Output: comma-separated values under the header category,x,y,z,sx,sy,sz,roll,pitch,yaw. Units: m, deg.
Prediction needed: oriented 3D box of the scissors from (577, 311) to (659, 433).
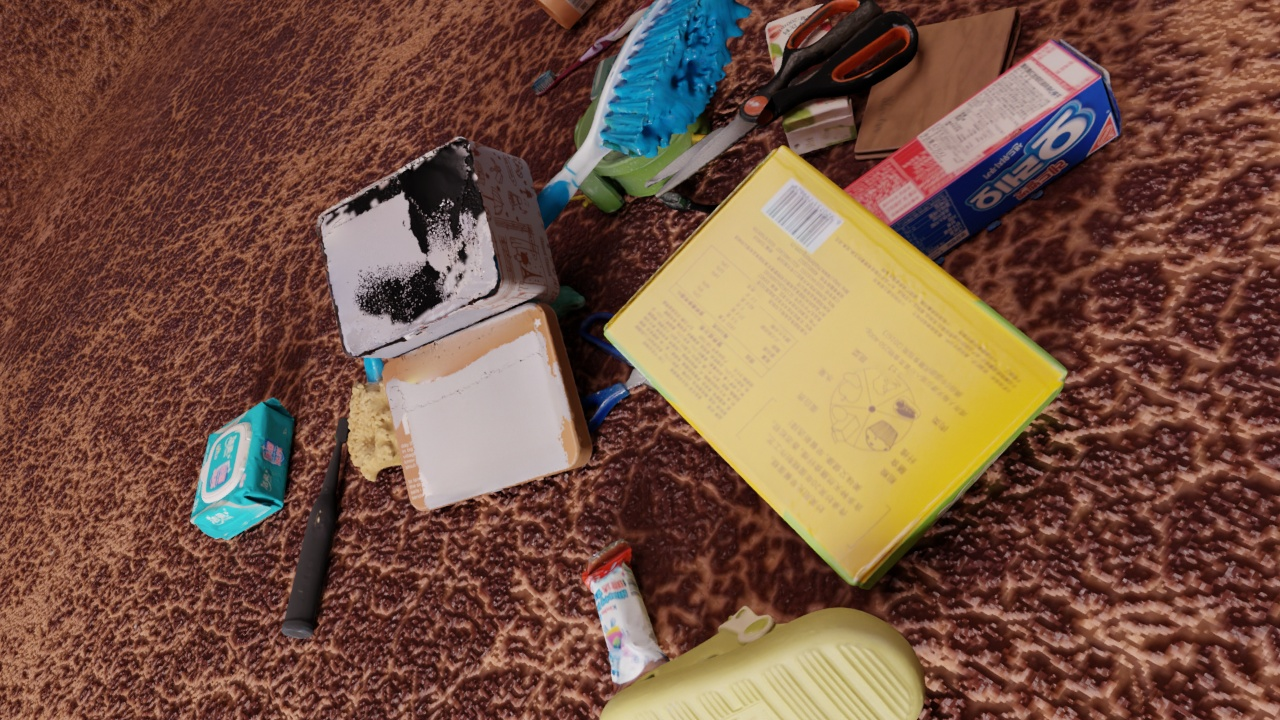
category,x,y,z,sx,sy,sz,roll,pitch,yaw
scissors,-0.009,0.011,0.708,0.175,0.012,0.162,-40,44,10

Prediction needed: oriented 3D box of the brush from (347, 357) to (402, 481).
category,x,y,z,sx,sy,sz,roll,pitch,yaw
brush,-0.234,-0.020,0.827,0.083,0.045,0.254,-11,78,46

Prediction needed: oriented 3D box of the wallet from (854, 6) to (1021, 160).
category,x,y,z,sx,sy,sz,roll,pitch,yaw
wallet,0.214,-0.200,0.668,0.101,0.020,0.115,3,67,42

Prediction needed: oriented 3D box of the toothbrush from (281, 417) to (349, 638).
category,x,y,z,sx,sy,sz,roll,pitch,yaw
toothbrush,-0.290,0.145,0.837,0.026,0.027,0.212,6,54,-8

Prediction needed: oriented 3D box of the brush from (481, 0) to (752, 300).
category,x,y,z,sx,sy,sz,roll,pitch,yaw
brush,-0.027,-0.173,0.742,0.109,0.060,0.314,27,87,48

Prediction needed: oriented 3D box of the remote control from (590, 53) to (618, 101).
category,x,y,z,sx,sy,sz,roll,pitch,yaw
remote control,0.012,-0.288,0.889,0.135,0.019,0.056,-10,56,34

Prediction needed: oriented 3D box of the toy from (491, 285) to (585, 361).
category,x,y,z,sx,sy,sz,roll,pitch,yaw
toy,-0.097,-0.031,0.797,0.092,0.030,0.096,-55,38,-8

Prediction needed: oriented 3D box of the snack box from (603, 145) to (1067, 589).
category,x,y,z,sx,sy,sz,roll,pitch,yaw
snack box,0.105,0.002,0.529,0.158,0.070,0.210,-46,67,4

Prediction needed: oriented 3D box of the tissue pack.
category,x,y,z,sx,sy,sz,roll,pitch,yaw
tissue pack,-0.403,0.108,0.934,0.093,0.050,0.133,-28,47,22

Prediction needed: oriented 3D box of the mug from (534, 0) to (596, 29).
category,x,y,z,sx,sy,sz,roll,pitch,yaw
mug,-0.062,-0.433,1.012,0.123,0.078,0.078,-50,43,8

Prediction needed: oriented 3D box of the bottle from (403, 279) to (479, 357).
category,x,y,z,sx,sy,sz,roll,pitch,yaw
bottle,-0.197,-0.044,0.858,0.068,0.068,0.197,-52,44,-2

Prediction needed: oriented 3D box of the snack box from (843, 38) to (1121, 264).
category,x,y,z,sx,sy,sz,roll,pitch,yaw
snack box,0.199,-0.114,0.593,0.208,0.057,0.058,-36,43,15

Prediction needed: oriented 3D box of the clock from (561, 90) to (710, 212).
category,x,y,z,sx,sy,sz,roll,pitch,yaw
clock,-0.009,-0.195,0.816,0.162,0.056,0.116,-24,49,25

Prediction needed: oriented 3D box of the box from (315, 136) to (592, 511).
category,x,y,z,sx,sy,sz,roll,pitch,yaw
box,-0.147,-0.021,0.730,0.177,0.082,0.259,-19,82,29

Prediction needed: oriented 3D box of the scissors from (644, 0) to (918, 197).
category,x,y,z,sx,sy,sz,roll,pitch,yaw
scissors,0.106,-0.187,0.672,0.148,0.022,0.234,24,72,33

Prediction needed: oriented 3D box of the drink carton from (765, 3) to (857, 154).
category,x,y,z,sx,sy,sz,roll,pitch,yaw
drink carton,0.134,-0.220,0.725,0.054,0.045,0.122,-14,55,16

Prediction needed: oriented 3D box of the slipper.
category,x,y,z,sx,sy,sz,roll,pitch,yaw
slipper,0.066,0.180,0.495,0.191,0.091,0.081,-34,5,29

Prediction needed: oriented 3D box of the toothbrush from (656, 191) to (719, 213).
category,x,y,z,sx,sy,sz,roll,pitch,yaw
toothbrush,0.080,-0.115,0.720,0.190,0.016,0.014,22,85,44

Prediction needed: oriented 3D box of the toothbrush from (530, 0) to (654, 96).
category,x,y,z,sx,sy,sz,roll,pitch,yaw
toothbrush,-0.040,-0.338,0.967,0.188,0.017,0.016,-31,47,20

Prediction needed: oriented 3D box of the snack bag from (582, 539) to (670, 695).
category,x,y,z,sx,sy,sz,roll,pitch,yaw
snack bag,-0.011,0.168,0.593,0.045,0.026,0.105,-33,48,12
